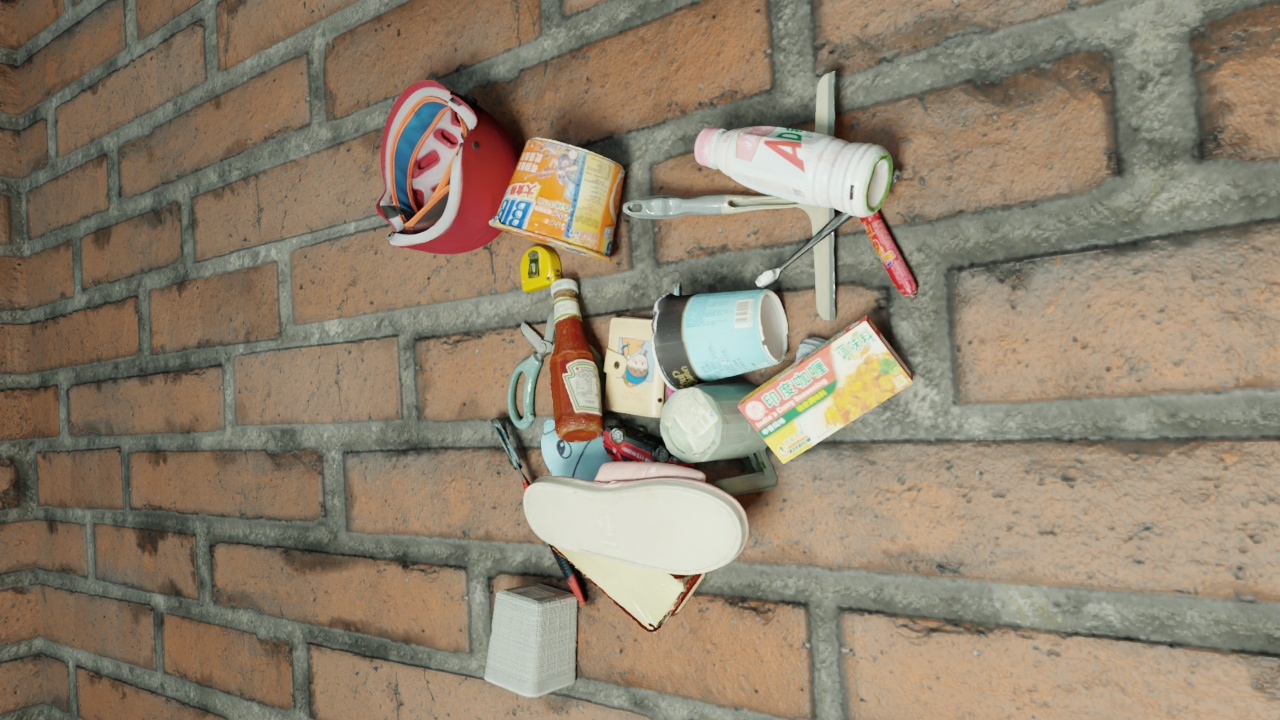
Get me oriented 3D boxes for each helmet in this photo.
[{"bbox_3d":[-0.242,-0.244,1.204,0.207,0.143,0.239,-47,50,29],"label":"helmet"}]

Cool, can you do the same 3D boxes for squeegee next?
[{"bbox_3d":[0.096,-0.168,0.991,0.247,0.039,0.246,2,99,29],"label":"squeegee"}]

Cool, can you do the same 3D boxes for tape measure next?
[{"bbox_3d":[-0.132,-0.119,1.186,0.060,0.028,0.057,-12,83,38],"label":"tape measure"}]

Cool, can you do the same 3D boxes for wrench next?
[{"bbox_3d":[-0.134,0.190,1.185,0.016,0.056,0.273,-26,72,-9],"label":"wrench"}]

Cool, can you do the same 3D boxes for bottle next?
[{"bbox_3d":[-0.083,-0.004,1.109,0.060,0.059,0.205,-28,59,35],"label":"bottle"},{"bbox_3d":[0.143,-0.192,0.898,0.197,0.068,0.068,21,103,32],"label":"bottle"}]

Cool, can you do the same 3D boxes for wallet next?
[{"bbox_3d":[-0.006,0.006,1.094,0.087,0.024,0.115,7,96,33],"label":"wallet"}]

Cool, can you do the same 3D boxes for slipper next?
[{"bbox_3d":[-0.007,0.160,0.966,0.275,0.054,0.114,-3,108,34],"label":"slipper"}]

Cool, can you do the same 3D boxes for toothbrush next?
[{"bbox_3d":[0.184,-0.130,0.916,0.181,0.018,0.015,-40,71,27],"label":"toothbrush"}]

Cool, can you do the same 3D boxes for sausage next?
[{"bbox_3d":[0.234,-0.126,0.902,0.020,0.020,0.155,-33,70,34],"label":"sausage"}]

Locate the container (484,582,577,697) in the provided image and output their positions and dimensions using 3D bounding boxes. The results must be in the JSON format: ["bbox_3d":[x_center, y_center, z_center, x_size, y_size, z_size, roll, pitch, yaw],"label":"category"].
[{"bbox_3d":[-0.135,0.349,1.161,0.090,0.090,0.114,5,91,38],"label":"container"}]

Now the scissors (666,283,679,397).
[{"bbox_3d":[0.042,-0.024,1.048,0.063,0.017,0.135,162,111,-76],"label":"scissors"}]

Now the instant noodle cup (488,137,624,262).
[{"bbox_3d":[-0.091,-0.191,1.085,0.151,0.151,0.111,19,94,37],"label":"instant noodle cup"}]

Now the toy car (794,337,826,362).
[{"bbox_3d":[0.173,0.022,0.944,0.043,0.034,0.090,18,103,33],"label":"toy car"}]

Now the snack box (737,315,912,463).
[{"bbox_3d":[0.181,0.030,0.908,0.156,0.027,0.077,-37,96,23],"label":"snack box"}]

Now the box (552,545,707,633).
[{"bbox_3d":[-0.018,0.223,1.047,0.168,0.079,0.091,38,114,17],"label":"box"}]

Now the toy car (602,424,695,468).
[{"bbox_3d":[0.009,0.107,1.065,0.121,0.052,0.045,17,103,40],"label":"toy car"}]

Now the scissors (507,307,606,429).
[{"bbox_3d":[-0.110,0.026,1.179,0.170,0.019,0.174,30,108,35],"label":"scissors"}]

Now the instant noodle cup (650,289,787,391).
[{"bbox_3d":[0.089,-0.027,0.973,0.121,0.111,0.111,-9,85,29],"label":"instant noodle cup"}]

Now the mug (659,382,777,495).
[{"bbox_3d":[0.090,0.083,0.967,0.084,0.103,0.124,-35,69,33],"label":"mug"}]

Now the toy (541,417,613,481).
[{"bbox_3d":[-0.073,0.145,1.132,0.161,0.049,0.156,38,112,21],"label":"toy"}]
